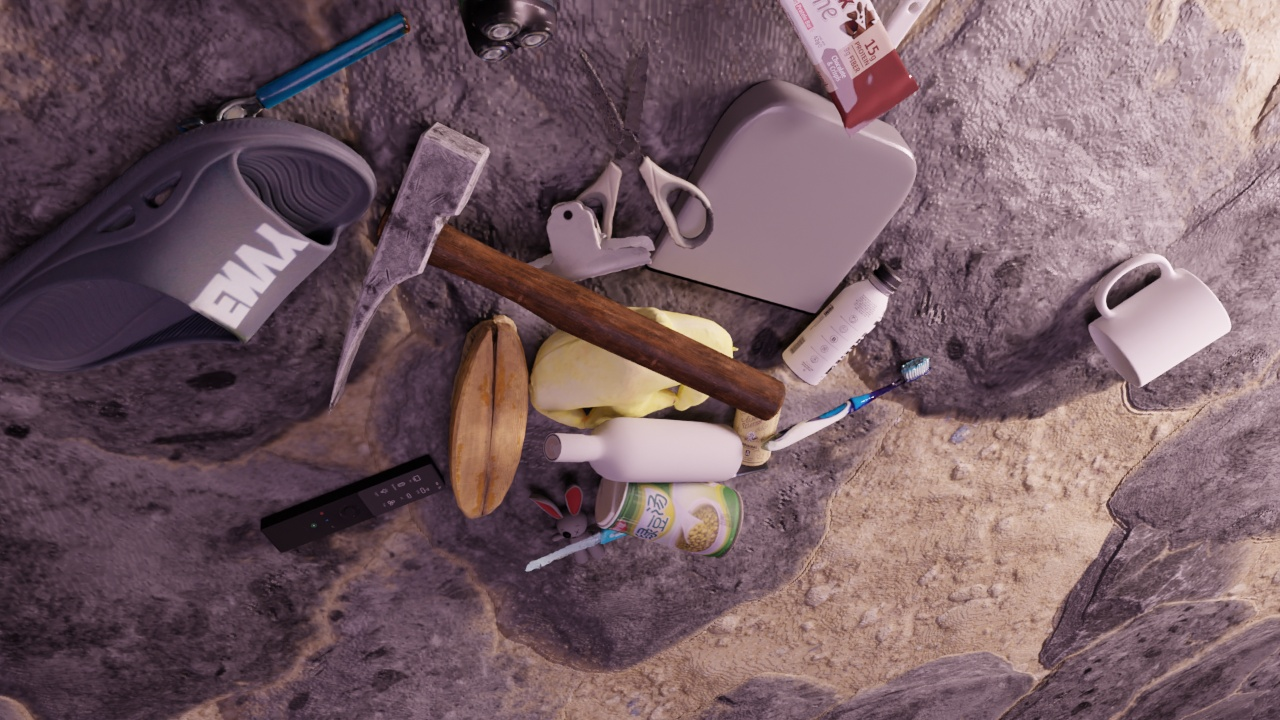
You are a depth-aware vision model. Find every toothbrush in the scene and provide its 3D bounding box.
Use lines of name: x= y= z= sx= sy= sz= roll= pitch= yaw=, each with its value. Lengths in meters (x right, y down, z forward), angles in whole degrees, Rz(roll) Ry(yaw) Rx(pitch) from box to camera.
toothbrush: x=0.187 y=0.038 z=0.824 sx=0.188 sy=0.016 sz=0.017 roll=-24 pitch=123 yaw=-18

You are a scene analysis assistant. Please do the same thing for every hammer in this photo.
hammer: x=-0.053 y=0.000 z=0.643 sx=0.300 sy=0.037 sz=0.218 roll=25 pitch=115 yaw=-10

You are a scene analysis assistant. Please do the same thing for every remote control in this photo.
remote control: x=-0.240 y=0.121 z=0.768 sx=0.150 sy=0.013 sz=0.034 roll=-21 pitch=132 yaw=-2

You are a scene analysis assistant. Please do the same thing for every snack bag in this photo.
snack bag: x=0.121 y=-0.223 z=0.585 sx=0.057 sy=0.013 sz=0.158 roll=-34 pitch=114 yaw=5

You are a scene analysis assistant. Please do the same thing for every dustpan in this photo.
dustpan: x=0.130 y=-0.150 z=0.666 sx=0.163 sy=0.033 sz=0.258 roll=13 pitch=131 yaw=-27

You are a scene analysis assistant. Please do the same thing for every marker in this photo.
marker: x=0.049 y=0.114 z=0.866 sx=0.152 sy=0.011 sz=0.011 roll=-10 pitch=131 yaw=-12

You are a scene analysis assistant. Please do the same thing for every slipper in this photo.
slipper: x=-0.284 y=-0.051 z=0.552 sx=0.268 sy=0.083 sz=0.111 roll=-27 pitch=146 yaw=8

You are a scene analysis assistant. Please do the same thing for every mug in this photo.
mug: x=0.472 y=-0.044 z=0.852 sx=0.090 sy=0.073 sz=0.110 roll=-36 pitch=105 yaw=11

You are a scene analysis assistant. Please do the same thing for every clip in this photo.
clip: x=-0.043 y=-0.078 z=0.647 sx=0.102 sy=0.057 sz=0.052 roll=-13 pitch=152 yaw=10

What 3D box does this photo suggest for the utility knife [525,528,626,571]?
utility knife: x=-0.024 y=0.160 z=0.849 sx=0.178 sy=0.015 sz=0.022 roll=-21 pitch=124 yaw=-20

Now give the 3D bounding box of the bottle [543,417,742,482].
bottle: x=0.003 y=0.074 z=0.753 sx=0.195 sy=0.052 sz=0.053 roll=7 pitch=127 yaw=-45

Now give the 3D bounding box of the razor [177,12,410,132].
razor: x=-0.200 y=-0.165 z=0.543 sx=0.144 sy=0.022 sz=0.042 roll=-31 pitch=150 yaw=1

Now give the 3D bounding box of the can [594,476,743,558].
can: x=0.024 y=0.131 z=0.821 sx=0.121 sy=0.067 sz=0.067 roll=19 pitch=120 yaw=-19

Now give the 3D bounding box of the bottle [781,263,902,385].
bottle: x=0.171 y=-0.032 z=0.768 sx=0.041 sy=0.041 sz=0.116 roll=26 pitch=116 yaw=-34

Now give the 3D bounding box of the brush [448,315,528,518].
brush: x=-0.123 y=0.048 z=0.730 sx=0.059 sy=0.043 sz=0.196 roll=-2 pitch=127 yaw=-20

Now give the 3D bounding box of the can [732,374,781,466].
can: x=0.103 y=0.053 z=0.816 sx=0.038 sy=0.038 sz=0.080 roll=-6 pitch=130 yaw=-15

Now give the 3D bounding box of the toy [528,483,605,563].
toy: x=-0.063 y=0.150 z=0.843 sx=0.049 sy=0.030 sz=0.112 roll=-16 pitch=132 yaw=8

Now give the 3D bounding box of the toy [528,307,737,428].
toy: x=-0.004 y=0.004 z=0.721 sx=0.170 sy=0.064 sz=0.155 roll=-10 pitch=148 yaw=-7

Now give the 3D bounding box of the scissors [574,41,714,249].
scissors: x=-0.005 y=-0.130 z=0.634 sx=0.165 sy=0.012 sz=0.158 roll=28 pitch=121 yaw=-22

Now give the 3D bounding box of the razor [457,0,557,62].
razor: x=-0.092 y=-0.238 z=0.492 sx=0.054 sy=0.067 sz=0.151 roll=-16 pitch=125 yaw=8
